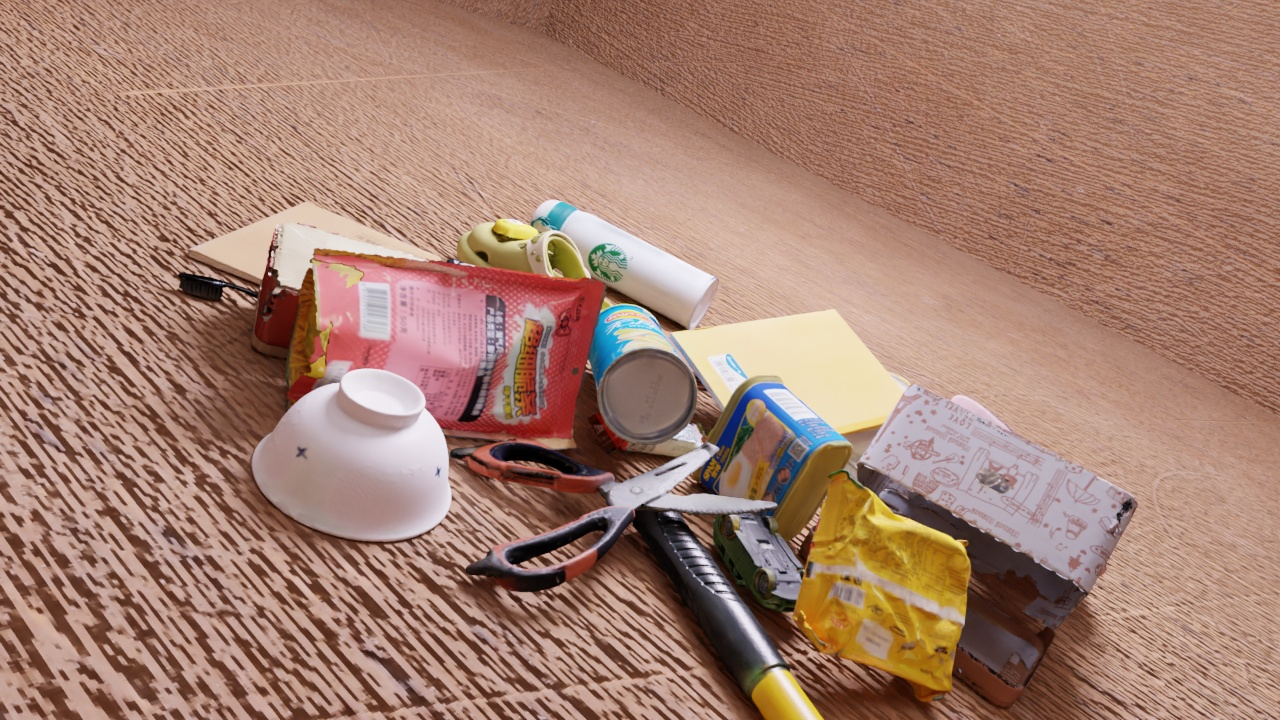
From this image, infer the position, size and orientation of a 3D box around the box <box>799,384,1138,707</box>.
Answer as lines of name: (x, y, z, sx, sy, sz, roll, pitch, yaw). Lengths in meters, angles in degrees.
box: (0.228, 0.146, 0.682, 0.182, 0.166, 0.150, 31, -19, 26)

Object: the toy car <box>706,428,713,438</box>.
toy car: (0.096, 0.065, 0.803, 0.048, 0.032, 0.105, 33, 22, 23)

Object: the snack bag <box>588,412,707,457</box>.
snack bag: (0.012, 0.061, 0.733, 0.104, 0.026, 0.048, 10, 32, -33)

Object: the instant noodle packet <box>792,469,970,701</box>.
instant noodle packet: (0.151, 0.141, 0.569, 0.128, 0.110, 0.044, 30, -25, -29)

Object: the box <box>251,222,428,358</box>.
box: (-0.190, -0.044, 0.678, 0.168, 0.078, 0.091, 14, 36, -27)

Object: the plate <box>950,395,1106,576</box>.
plate: (0.327, 0.119, 0.814, 0.192, 0.039, 0.192, 54, 2, -4)

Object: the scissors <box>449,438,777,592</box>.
scissors: (-0.022, 0.090, 0.586, 0.225, 0.015, 0.188, 9, 25, 4)

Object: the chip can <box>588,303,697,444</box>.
chip can: (-0.004, 0.004, 0.725, 0.071, 0.071, 0.210, 20, 9, -10)

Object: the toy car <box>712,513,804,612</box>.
toy car: (0.081, 0.134, 0.618, 0.043, 0.036, 0.091, 12, 24, -31)

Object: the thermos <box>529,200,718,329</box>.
thermos: (-0.025, -0.114, 1.049, 0.224, 0.073, 0.073, 29, 22, 13)

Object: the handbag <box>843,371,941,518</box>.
handbag: (0.213, 0.081, 0.870, 0.163, 0.063, 0.178, 12, 39, -26)

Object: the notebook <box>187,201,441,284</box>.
notebook: (-0.277, -0.093, 0.819, 0.148, 0.008, 0.207, 23, 21, -2)

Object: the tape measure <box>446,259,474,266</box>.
tape measure: (-0.151, -0.063, 0.845, 0.065, 0.034, 0.066, 14, 23, -20)

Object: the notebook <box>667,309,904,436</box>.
notebook: (0.144, 0.014, 0.837, 0.205, 0.010, 0.145, -9, 51, -34)

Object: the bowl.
bowl: (-0.160, 0.044, 0.543, 0.118, 0.065, 0.118, 21, 21, -9)

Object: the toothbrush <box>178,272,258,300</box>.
toothbrush: (-0.254, -0.034, 0.704, 0.189, 0.016, 0.014, 17, 13, -23)

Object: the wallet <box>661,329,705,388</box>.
wallet: (0.038, -0.004, 0.925, 0.115, 0.020, 0.101, 13, 23, -32)

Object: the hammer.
hammer: (0.071, 0.179, 0.511, 0.128, 0.033, 0.300, 10, 25, -34)

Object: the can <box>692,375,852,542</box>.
can: (0.098, 0.076, 0.688, 0.057, 0.102, 0.083, 1, 34, -44)

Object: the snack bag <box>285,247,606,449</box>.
snack bag: (-0.127, -0.007, 0.629, 0.207, 0.128, 0.073, 7, 8, -30)

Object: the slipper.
slipper: (-0.092, -0.092, 0.913, 0.190, 0.082, 0.091, 34, 21, 19)
